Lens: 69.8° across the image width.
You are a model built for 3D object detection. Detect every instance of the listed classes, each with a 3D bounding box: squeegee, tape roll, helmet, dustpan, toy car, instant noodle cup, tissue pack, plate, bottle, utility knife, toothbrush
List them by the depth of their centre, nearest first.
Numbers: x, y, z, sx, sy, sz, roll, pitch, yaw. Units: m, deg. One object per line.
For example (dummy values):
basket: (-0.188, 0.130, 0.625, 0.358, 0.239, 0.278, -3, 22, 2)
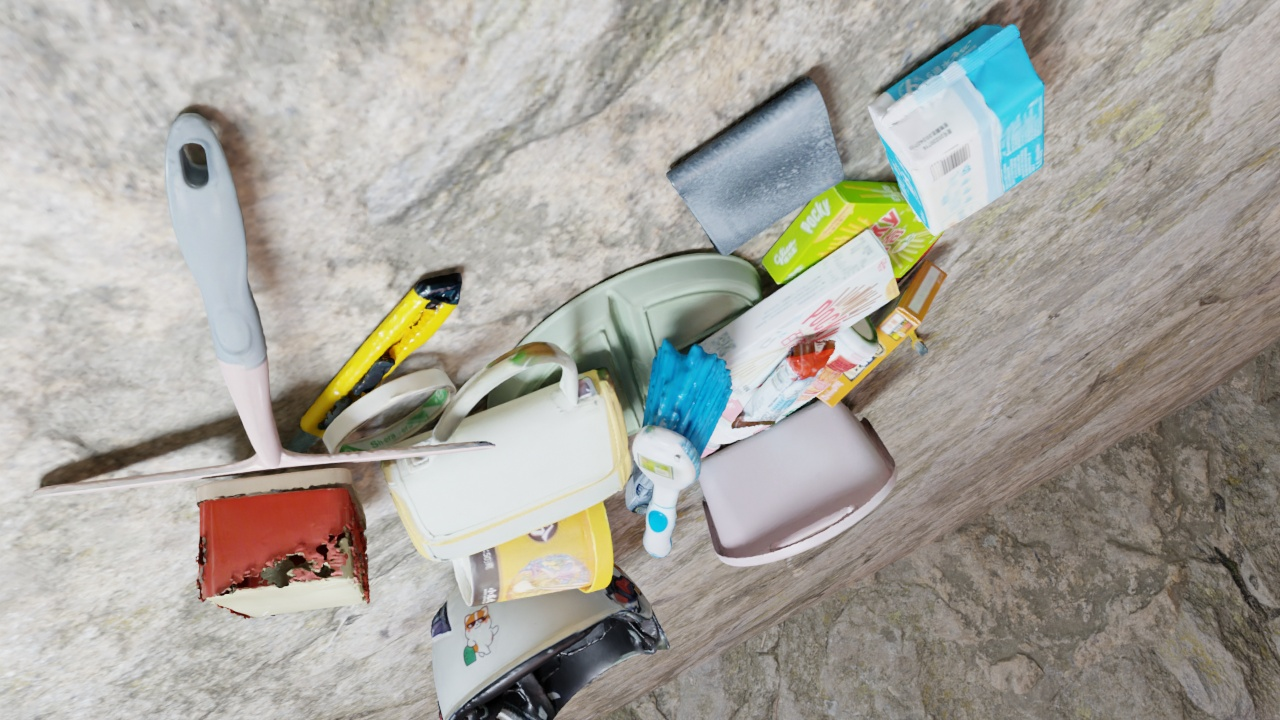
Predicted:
squeegee: (-0.186, -0.002, 0.430, 0.247, 0.040, 0.250, -5, 141, -15)
utility knife: (-0.165, 0.014, 0.544, 0.196, 0.015, 0.033, -42, 151, 28)
tape roll: (-0.156, 0.035, 0.575, 0.085, 0.014, 0.086, -33, 168, -8)
tissue pack: (0.203, -0.145, 0.584, 0.090, 0.063, 0.140, -34, 154, 13)
plate: (-0.004, 0.004, 0.689, 0.230, 0.027, 0.231, -24, 154, -12)
instant noodle cup: (-0.096, 0.144, 0.762, 0.114, 0.118, 0.119, -10, 150, -21)
bottle: (0.112, 0.019, 0.803, 0.197, 0.068, 0.068, -40, 154, 30)
toy car: (0.009, 0.114, 0.900, 0.034, 0.042, 0.091, 16, 133, -22)
helmet: (-0.107, 0.262, 0.920, 0.230, 0.156, 0.274, -37, 151, 7)
toothbrush: (0.272, -0.033, 0.931, 0.016, 0.018, 0.191, -37, 155, 12)
dustpan: (0.169, 0.148, 0.994, 0.223, 0.138, 0.273, -29, 159, 9)

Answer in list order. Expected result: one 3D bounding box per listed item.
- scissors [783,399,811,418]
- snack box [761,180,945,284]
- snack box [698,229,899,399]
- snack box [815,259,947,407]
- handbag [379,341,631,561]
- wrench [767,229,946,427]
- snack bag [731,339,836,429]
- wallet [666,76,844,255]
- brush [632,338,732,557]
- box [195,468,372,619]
scissors: (0.113, 0.056, 0.931, 0.185, 0.019, 0.132, -20, 154, -17)
snack box: (0.171, -0.096, 0.689, 0.156, 0.026, 0.086, -7, 146, -40)
snack box: (0.118, -0.030, 0.691, 0.157, 0.027, 0.084, -34, 155, 10)
snack box: (0.214, -0.021, 0.832, 0.075, 0.026, 0.154, -50, 175, -36)
handbag: (-0.089, 0.060, 0.610, 0.163, 0.063, 0.179, -21, 149, -11)
wrench: (0.182, -0.029, 0.824, 0.056, 0.016, 0.274, -4, 140, -44)
snack bag: (0.111, 0.022, 0.717, 0.048, 0.026, 0.104, -6, 148, -30)
wallet: (0.074, -0.113, 0.563, 0.097, 0.019, 0.121, -32, 157, 9)
brush: (0.024, 0.085, 0.722, 0.315, 0.060, 0.109, 83, 26, -71)
box: (-0.215, 0.127, 0.575, 0.091, 0.080, 0.169, -5, 162, -15)
